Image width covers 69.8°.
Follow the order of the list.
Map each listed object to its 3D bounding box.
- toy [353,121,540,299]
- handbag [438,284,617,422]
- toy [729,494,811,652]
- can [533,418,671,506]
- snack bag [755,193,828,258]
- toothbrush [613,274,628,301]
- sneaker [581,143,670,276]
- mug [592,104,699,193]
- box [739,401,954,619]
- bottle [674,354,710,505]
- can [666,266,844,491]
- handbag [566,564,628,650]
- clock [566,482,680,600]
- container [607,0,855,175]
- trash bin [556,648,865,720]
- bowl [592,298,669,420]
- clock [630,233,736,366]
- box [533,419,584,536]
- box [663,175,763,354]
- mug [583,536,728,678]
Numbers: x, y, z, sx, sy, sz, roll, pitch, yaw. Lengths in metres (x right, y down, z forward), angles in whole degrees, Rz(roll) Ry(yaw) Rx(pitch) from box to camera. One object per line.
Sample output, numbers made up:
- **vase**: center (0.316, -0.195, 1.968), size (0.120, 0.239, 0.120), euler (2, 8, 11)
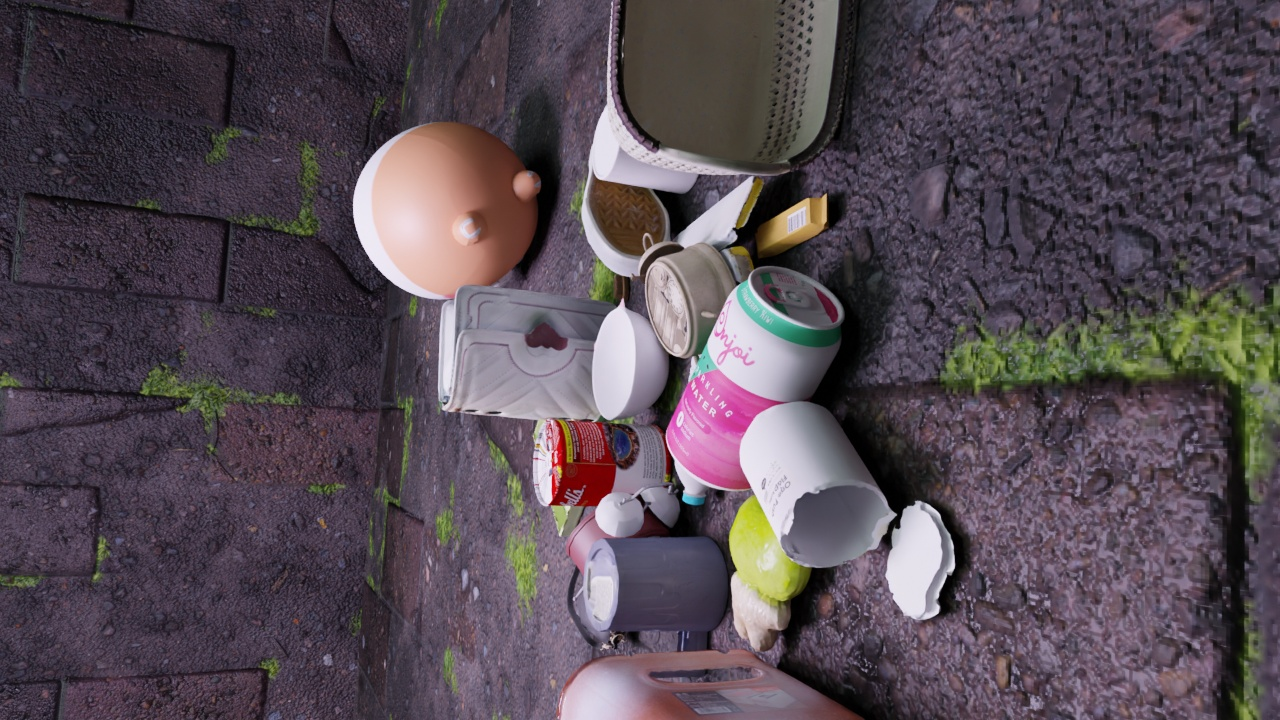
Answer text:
- **toy**: center (-0.276, -0.219, 1.362), size (0.281, 0.262, 0.266), euler (3, 130, 49)
- **handbag**: center (-0.124, -0.003, 1.040), size (0.096, 0.198, 0.142), euler (-24, 64, 61)
- **toy**: center (0.096, 0.165, 0.700), size (0.092, 0.043, 0.118), euler (-151, 66, -62)
- **can**: center (-0.039, 0.104, 0.923), size (0.087, 0.116, 0.086), euler (-175, 90, -66)
- **snack bag**: center (0.120, -0.105, 0.727), size (0.099, 0.020, 0.026), euler (155, 118, -63)
- **toothbrush**: center (-0.024, -0.148, 1.066), size (0.016, 0.016, 0.166), euler (146, 126, -62)
- **sneaker**: center (-0.023, -0.155, 0.971), size (0.235, 0.087, 0.079), euler (-97, 13, -47)
- **mug**: center (0.003, -0.224, 0.927), size (0.074, 0.090, 0.110), euler (119, 147, -43)
- **box**: center (0.129, 0.096, 0.601), size (0.165, 0.094, 0.084), euler (-108, 35, -58)
- **bottle**: center (0.057, 0.059, 0.805), size (0.044, 0.044, 0.136), euler (-153, 70, -65)
- **can**: center (0.085, 0.017, 0.697), size (0.088, 0.088, 0.166), euler (-112, 36, -46)
- **handbag**: center (-0.035, 0.240, 0.965), size (0.079, 0.054, 0.128), euler (21, 100, 60)
- **clock**: center (-0.015, 0.167, 0.874), size (0.048, 0.096, 0.138), euler (50, 121, 30)
- **container**: center (0.059, -0.260, 0.714), size (0.143, 0.184, 0.251), euler (-174, 89, -75)
- **trash bin**: center (0.048, 0.345, 0.607), size (0.158, 0.181, 0.259), euler (0, 85, 64)
- **bowl**: center (-0.006, 0.006, 0.949), size (0.115, 0.050, 0.114), euler (-175, 90, -66)
- **clock**: center (0.030, -0.059, 0.764), size (0.140, 0.054, 0.093), euler (58, 154, 36)
- **box**: center (-0.102, 0.111, 1.168), size (0.187, 0.030, 0.139), euler (-114, 32, -48)
- **box**: center (0.056, -0.079, 0.824), size (0.210, 0.045, 0.128), euler (153, 122, -71)
- **mug**: center (0.011, 0.216, 0.804), size (0.084, 0.104, 0.124), euler (177, 98, -65)
